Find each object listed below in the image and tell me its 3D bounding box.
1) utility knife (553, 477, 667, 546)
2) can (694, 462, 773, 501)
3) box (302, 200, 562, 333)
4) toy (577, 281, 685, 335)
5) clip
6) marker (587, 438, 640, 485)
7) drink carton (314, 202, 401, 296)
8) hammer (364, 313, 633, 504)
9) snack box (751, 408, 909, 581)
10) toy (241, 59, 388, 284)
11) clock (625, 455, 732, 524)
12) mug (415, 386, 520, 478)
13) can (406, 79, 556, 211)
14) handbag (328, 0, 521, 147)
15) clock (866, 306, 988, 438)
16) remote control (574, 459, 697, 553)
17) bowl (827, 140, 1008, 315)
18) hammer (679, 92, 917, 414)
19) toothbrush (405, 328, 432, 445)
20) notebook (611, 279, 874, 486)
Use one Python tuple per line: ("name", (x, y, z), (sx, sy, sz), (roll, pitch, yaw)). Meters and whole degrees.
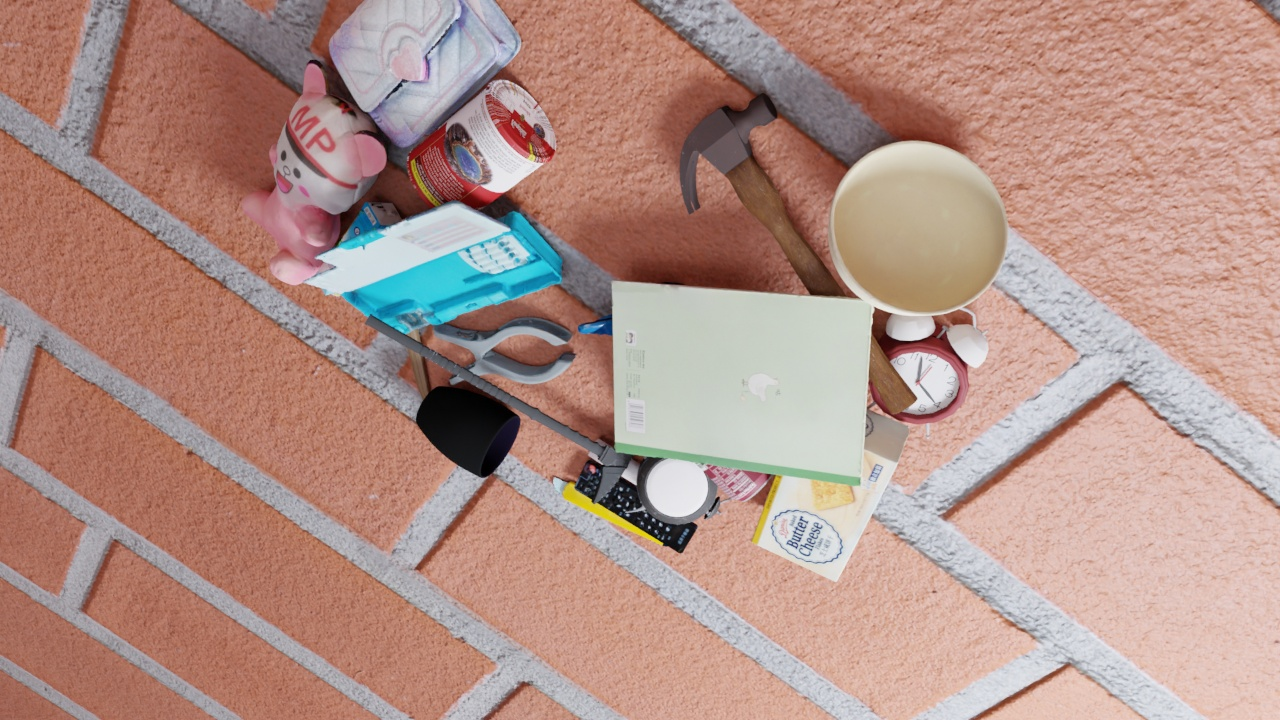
("utility knife", (-0.033, 0.180, 1.102), (0.163, 0.017, 0.030), (24, 106, 3))
("can", (0.085, 0.092, 0.974), (0.114, 0.063, 0.063), (44, 123, 0))
("box", (-0.219, -0.099, 0.928), (0.227, 0.056, 0.185), (-16, 153, 24))
("toy", (-0.006, 0.006, 0.961), (0.113, 0.070, 0.177), (1, 120, 4))
("clip", (-0.148, 0.005, 1.027), (0.163, 0.027, 0.108), (1, 119, 18))
("marker", (0.002, 0.134, 1.058), (0.133, 0.023, 0.027), (32, 167, -3))
("drink carton", (-0.306, -0.119, 0.993), (0.129, 0.044, 0.038), (-41, 74, 32))
("hammer", (-0.155, 0.044, 1.002), (0.325, 0.015, 0.095), (31, 86, -11))
("snack box", (0.190, 0.132, 0.949), (0.104, 0.057, 0.208), (23, 135, 13))
("toy", (-0.330, -0.183, 0.932), (0.214, 0.084, 0.142), (-50, 62, 37))
("clock", (0.046, 0.136, 1.017), (0.123, 0.043, 0.091), (3, 99, 3))
("mug", (-0.203, 0.083, 1.070), (0.100, 0.084, 0.119), (29, 154, 11))
("can", (-0.151, -0.197, 0.871), (0.117, 0.086, 0.086), (-29, 108, 30))
("handbag", (-0.206, -0.290, 0.847), (0.159, 0.069, 0.126), (-31, 105, 33))
("clock", (0.271, 0.003, 0.880), (0.096, 0.048, 0.138), (21, 125, 5))
("remote control", (-0.005, 0.169, 1.078), (0.150, 0.022, 0.047), (31, 121, 7))
("bowl", (0.229, -0.105, 0.794), (0.151, 0.075, 0.150), (0, 82, -2))
("hammer", (0.151, -0.087, 0.843), (0.116, 0.033, 0.323), (-33, 95, 30))
("toothbrush", (-0.258, 0.029, 1.084), (0.016, 0.016, 0.167), (3, 120, 15))
("notebook", (0.089, 0.020, 0.879), (0.253, 0.010, 0.182), (6, 107, 21))
